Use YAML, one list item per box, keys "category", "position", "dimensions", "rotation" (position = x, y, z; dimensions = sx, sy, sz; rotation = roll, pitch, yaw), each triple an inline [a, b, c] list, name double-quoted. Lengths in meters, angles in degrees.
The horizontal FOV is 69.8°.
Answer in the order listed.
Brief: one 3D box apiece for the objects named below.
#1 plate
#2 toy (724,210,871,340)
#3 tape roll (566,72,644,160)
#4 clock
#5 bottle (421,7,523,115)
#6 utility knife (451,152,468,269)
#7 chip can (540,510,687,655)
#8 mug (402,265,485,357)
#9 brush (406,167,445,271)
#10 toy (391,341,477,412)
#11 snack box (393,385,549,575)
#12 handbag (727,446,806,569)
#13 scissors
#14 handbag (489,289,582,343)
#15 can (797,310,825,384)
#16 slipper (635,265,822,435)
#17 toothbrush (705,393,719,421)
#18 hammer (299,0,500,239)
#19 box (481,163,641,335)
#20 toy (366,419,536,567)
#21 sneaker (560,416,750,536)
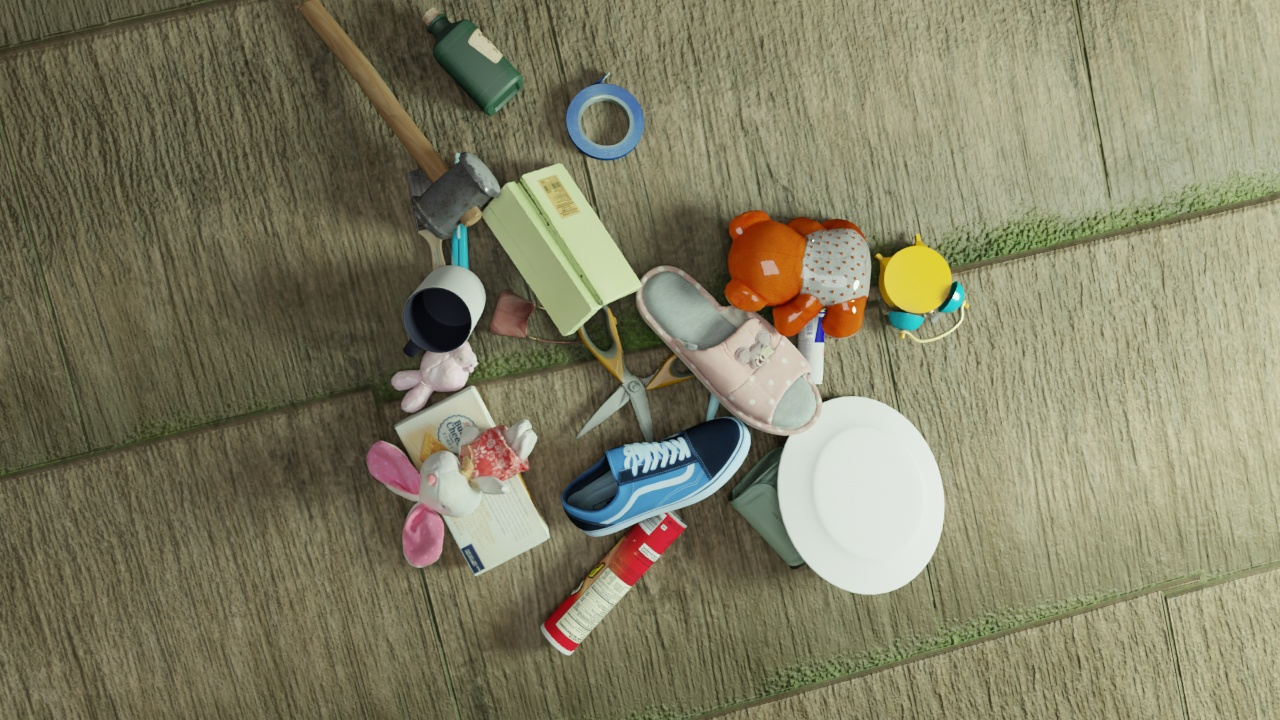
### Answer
- category: "plate"
  position: [0.277, 0.161, 1.123]
  dimensions: [0.242, 0.016, 0.242]
  rotation: [5, 75, -21]
- category: "toy"
  position: [0.187, -0.109, 1.108]
  dimensions: [0.172, 0.093, 0.163]
  rotation: [7, 74, -4]
- category: "tape roll"
  position: [-0.043, -0.291, 1.120]
  dimensions: [0.091, 0.016, 0.093]
  rotation: [-40, 95, -1]
- category: "clock"
  position: [0.350, -0.087, 1.151]
  dimensions: [0.099, 0.044, 0.129]
  rotation: [-26, 88, -2]
- category: "bottle"
  position: [-0.204, -0.359, 1.081]
  dimensions: [0.061, 0.061, 0.131]
  rotation: [-43, 96, 1]
- category: "utility knife"
  position: [-0.222, -0.171, 1.116]
  dimensions: [0.022, 0.015, 0.162]
  rotation: [-2, 91, 4]
- category: "chip can"
  position: [-0.032, 0.268, 1.138]
  dimensions: [0.052, 0.052, 0.214]
  rotation: [43, 90, -6]
- category: "mug"
  position: [-0.238, -0.050, 1.075]
  dimensions: [0.078, 0.096, 0.112]
  rotation: [40, 106, -13]
- category: "brush"
  position: [-0.253, -0.162, 1.114]
  dimensions: [0.039, 0.012, 0.151]
  rotation: [-11, 94, -3]
- category: "toy"
  position: [-0.247, 0.017, 1.108]
  dimensions: [0.110, 0.047, 0.063]
  rotation: [-29, 64, 0]
- category: "snack box"
  position: [-0.202, 0.144, 1.115]
  dimensions: [0.104, 0.057, 0.208]
  rotation: [-27, 96, -3]
- category: "handbag"
  position: [0.186, 0.182, 1.142]
  dimensions: [0.106, 0.067, 0.122]
  rotation: [-44, 96, 1]
- category: "scissors"
  position: [-0.006, 0.007, 1.136]
  dimensions: [0.225, 0.016, 0.230]
  rotation: [-37, 100, -3]
- category: "handbag"
  position: [-0.121, -0.044, 1.127]
  dimensions: [0.119, 0.029, 0.055]
  rotation: [17, 90, -10]
- category: "can"
  position: [0.213, -0.018, 1.148]
  dimensions: [0.032, 0.032, 0.095]
  rotation: [1, 93, -5]
- category: "slipper"
  position: [0.108, -0.016, 1.105]
  dimensions: [0.274, 0.055, 0.114]
  rotation: [40, 68, 4]
- category: "toothbrush"
  position: [0.090, 0.066, 1.152]
  dimensions: [0.022, 0.016, 0.155]
  rotation: [14, 93, -14]
- category: "hammer"
  position: [-0.292, -0.293, 1.075]
  dimensions: [0.098, 0.052, 0.328]
  rotation: [-37, 87, 15]
- category: "box"
  position: [-0.096, -0.136, 1.090]
  dimensions: [0.127, 0.066, 0.188]
  rotation: [-32, 84, -4]
- category: "toy"
  position: [-0.204, 0.131, 1.044]
  dimensions: [0.194, 0.084, 0.159]
  rotation: [-27, 67, -2]
- category: "sneaker"
  position: [0.015, 0.130, 1.092]
  dimensions: [0.241, 0.098, 0.083]
  rotation: [-28, 53, 4]
